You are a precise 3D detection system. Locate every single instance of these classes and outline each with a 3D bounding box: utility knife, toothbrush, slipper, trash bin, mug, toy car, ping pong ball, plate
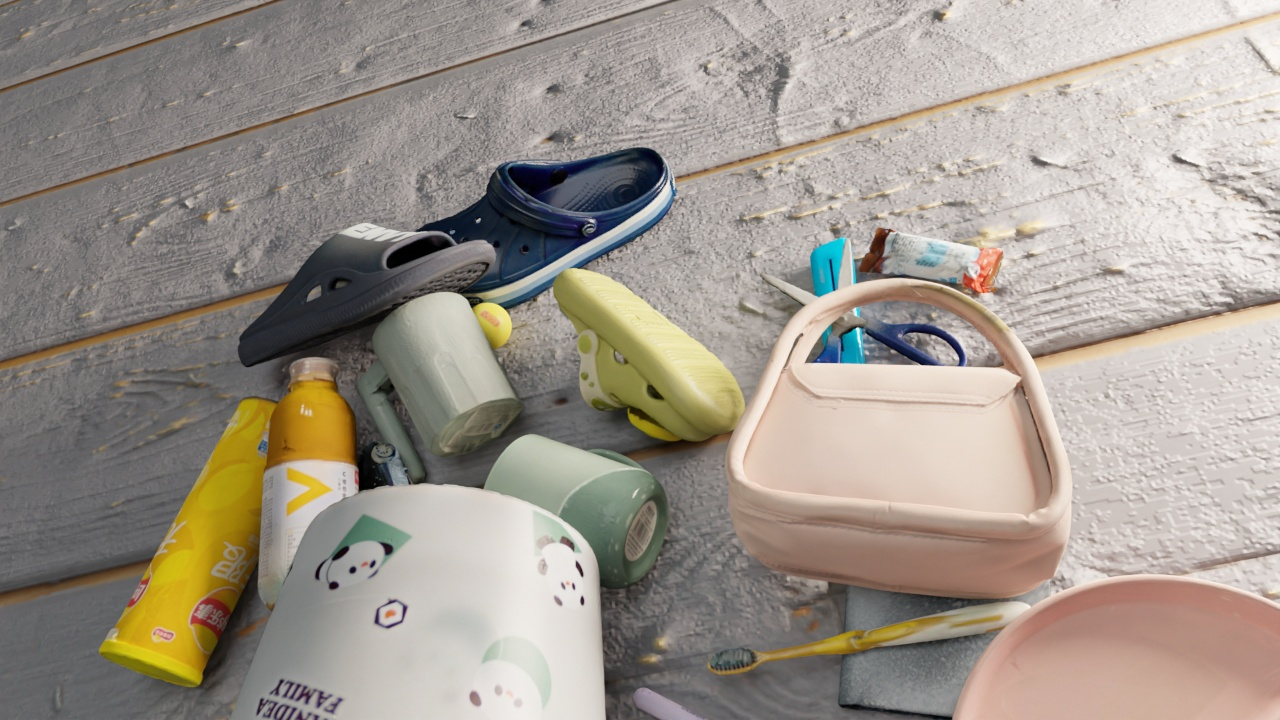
[{"bbox_3d":[0.152,-0.015,0.687,0.034,0.018,0.191,-8,54,12],"label":"utility knife"},{"bbox_3d":[0.077,0.231,0.531,0.189,0.029,0.021,15,98,28],"label":"toothbrush"},{"bbox_3d":[-0.090,-0.126,0.803,0.253,0.095,0.105,-22,49,-2],"label":"slipper"},{"bbox_3d":[-0.118,0.219,0.485,0.230,0.230,0.251,-9,48,12],"label":"trash bin"},{"bbox_3d":[-0.163,0.024,0.720,0.124,0.083,0.103,-42,67,20],"label":"mug"},{"bbox_3d":[0.132,0.162,0.539,0.191,0.018,0.016,-12,57,7],"label":"toothbrush"},{"bbox_3d":[-0.189,0.108,0.696,0.049,0.031,0.105,-53,50,28],"label":"toy car"},{"bbox_3d":[-0.129,-0.029,0.776,0.040,0.040,0.040,-9,53,12],"label":"ping pong ball"},{"bbox_3d":[-0.035,0.098,0.635,0.106,0.082,0.111,14,29,27],"label":"mug"},{"bbox_3d":[-0.004,0.004,0.696,0.190,0.091,0.082,44,114,29],"label":"slipper"},{"bbox_3d":[-0.244,-0.065,0.758,0.269,0.083,0.110,-18,5,30],"label":"slipper"},{"bbox_3d":[0.273,0.222,0.456,0.230,0.028,0.229,-8,59,13],"label":"plate"}]

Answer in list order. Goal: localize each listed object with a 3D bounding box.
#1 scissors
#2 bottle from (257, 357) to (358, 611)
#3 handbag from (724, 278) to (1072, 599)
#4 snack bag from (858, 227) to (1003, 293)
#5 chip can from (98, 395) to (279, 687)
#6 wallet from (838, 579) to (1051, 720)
[{"bbox_3d":[0.156,-0.020,0.672,0.162,0.012,0.175,12,60,19],"label":"scissors"},{"bbox_3d":[-0.247,0.090,0.688,0.068,0.068,0.189,-11,67,10],"label":"bottle"},{"bbox_3d":[0.165,0.029,0.589,0.193,0.093,0.233,2,50,16],"label":"handbag"},{"bbox_3d":[0.223,-0.077,0.702,0.105,0.026,0.045,16,71,29],"label":"snack bag"},{"bbox_3d":[-0.322,0.134,0.704,0.072,0.072,0.212,3,55,21],"label":"chip can"},{"bbox_3d":[0.182,0.165,0.546,0.121,0.019,0.097,1,57,17],"label":"wallet"}]
